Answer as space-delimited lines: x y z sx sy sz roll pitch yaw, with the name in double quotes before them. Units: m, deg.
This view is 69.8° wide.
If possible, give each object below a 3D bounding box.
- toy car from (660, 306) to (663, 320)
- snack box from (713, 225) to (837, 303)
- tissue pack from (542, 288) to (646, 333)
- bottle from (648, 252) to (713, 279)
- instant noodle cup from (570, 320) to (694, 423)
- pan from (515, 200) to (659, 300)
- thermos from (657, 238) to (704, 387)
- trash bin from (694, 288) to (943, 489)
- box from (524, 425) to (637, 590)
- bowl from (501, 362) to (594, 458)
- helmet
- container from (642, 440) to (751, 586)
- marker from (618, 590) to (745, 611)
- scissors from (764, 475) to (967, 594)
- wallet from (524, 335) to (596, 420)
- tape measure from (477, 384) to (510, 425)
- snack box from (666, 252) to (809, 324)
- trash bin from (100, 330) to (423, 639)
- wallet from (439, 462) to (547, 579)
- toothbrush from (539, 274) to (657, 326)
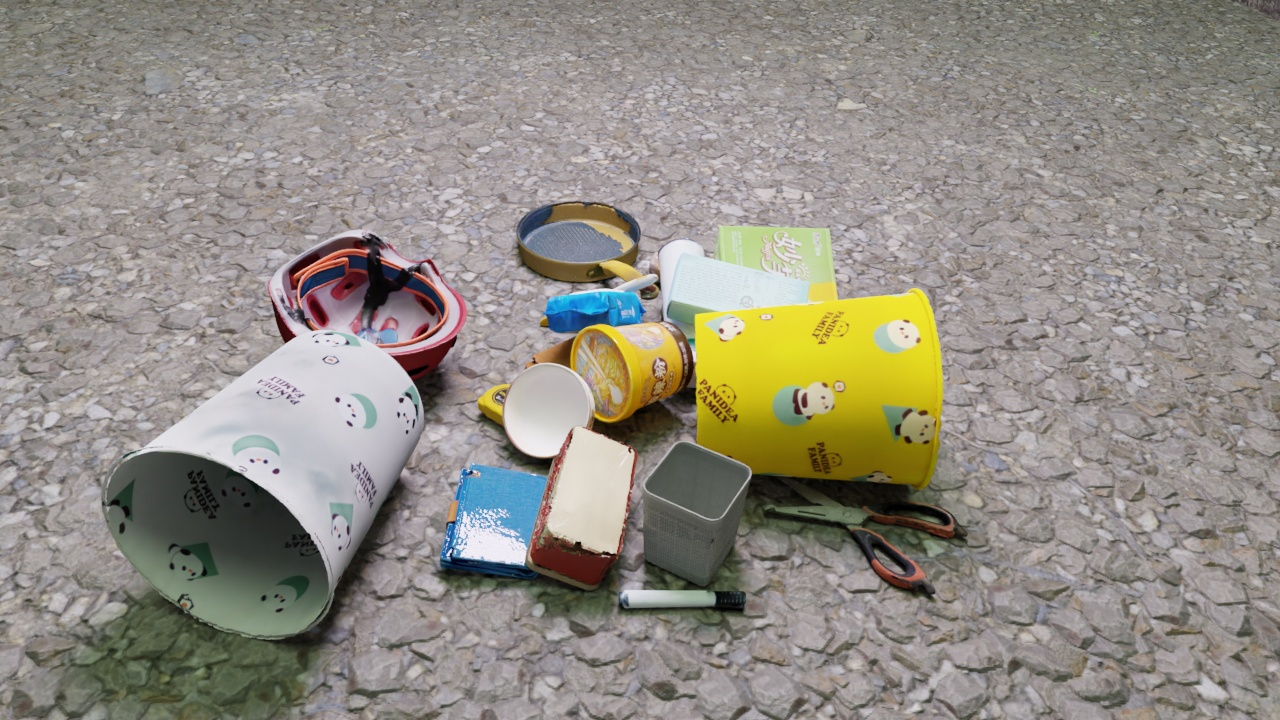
"toy car" 0.055 -0.042 1.286 0.049 0.031 0.106 0 49 -7
"snack box" 0.183 -0.079 1.248 0.157 0.070 0.209 1 66 -3
"tissue pack" -0.056 -0.065 1.204 0.095 0.052 0.157 -4 0 19
"bottle" 0.102 -0.117 1.358 0.190 0.068 0.067 20 41 21
"instant noodle cup" -0.007 0.007 1.126 0.114 0.119 0.118 -14 40 -38
"pan" -0.062 -0.162 1.396 0.197 0.078 0.357 -16 42 -21
"thermos" 0.065 -0.064 1.241 0.073 0.073 0.223 0 51 -4
"trash bin" 0.192 0.035 1.061 0.255 0.230 0.229 -1 38 4
"box" -0.059 0.148 0.982 0.091 0.080 0.168 22 37 -9
"bowl" -0.104 0.062 1.106 0.113 0.113 0.062 19 -1 19
"helmet" -0.346 -0.043 1.180 0.240 0.144 0.206 28 43 8
"container" 0.055 0.164 0.960 0.090 0.114 0.090 21 42 22
"marker" 0.043 0.245 0.935 0.130 0.018 0.022 0 48 -4
"scissors" 0.254 0.183 1.028 0.188 0.015 0.226 -16 42 -23
"wallet" -0.073 0.022 1.199 0.107 0.031 0.132 -26 49 -34
"tape measure" -0.168 0.057 1.150 0.060 0.029 0.057 28 45 28
"snack box" 0.124 -0.077 1.175 0.175 0.052 0.074 14 64 1
"trash bin" -0.356 0.108 0.932 0.230 0.230 0.251 10 33 9
"wallet" -0.156 0.174 0.996 0.106 0.040 0.132 9 38 -6
"toothbrush" -0.060 -0.085 1.277 0.192 0.016 0.018 -21 33 23
